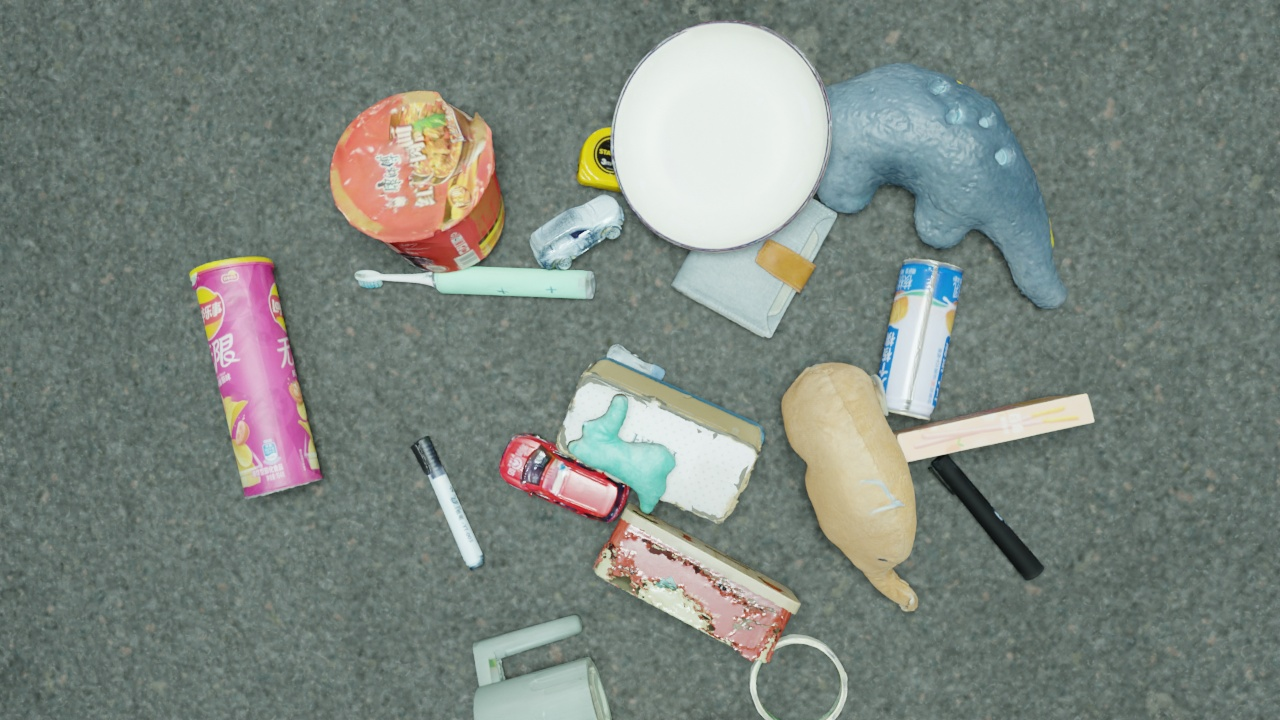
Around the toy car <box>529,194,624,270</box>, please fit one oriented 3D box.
[{"bbox_3d":[-0.058,-0.118,0.828,0.090,0.034,0.043,-30,52,2],"label":"toy car"}]

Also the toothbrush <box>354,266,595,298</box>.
[{"bbox_3d":[-0.154,-0.073,0.845,0.224,0.027,0.026,2,53,4],"label":"toothbrush"}]

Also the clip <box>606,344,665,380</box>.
[{"bbox_3d":[-0.005,0.005,0.837,0.057,0.029,0.024,34,96,-2],"label":"clip"}]

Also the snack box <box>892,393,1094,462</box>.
[{"bbox_3d":[0.290,0.058,0.783,0.157,0.084,0.026,-13,85,3],"label":"snack box"}]

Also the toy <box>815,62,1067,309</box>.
[{"bbox_3d":[0.236,-0.178,0.795,0.356,0.091,0.138,29,118,5],"label":"toy"}]

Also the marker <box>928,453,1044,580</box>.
[{"bbox_3d":[0.305,0.139,0.812,0.022,0.020,0.132,-40,86,0],"label":"marker"}]

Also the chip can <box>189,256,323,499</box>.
[{"bbox_3d":[-0.347,0.016,0.835,0.071,0.071,0.210,-15,88,3],"label":"chip can"}]

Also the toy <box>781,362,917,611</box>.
[{"bbox_3d":[0.182,0.110,0.761,0.082,0.143,0.226,-18,88,-2],"label":"toy"}]

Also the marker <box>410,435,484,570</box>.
[{"bbox_3d":[-0.178,0.132,0.846,0.018,0.022,0.130,-28,85,47],"label":"marker"}]

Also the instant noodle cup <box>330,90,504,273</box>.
[{"bbox_3d":[-0.183,-0.144,0.796,0.138,0.109,0.137,-2,73,5],"label":"instant noodle cup"}]

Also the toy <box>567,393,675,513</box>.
[{"bbox_3d":[-0.014,0.076,0.765,0.092,0.030,0.097,24,117,2],"label":"toy"}]

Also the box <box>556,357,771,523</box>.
[{"bbox_3d":[0.023,0.071,0.805,0.184,0.059,0.090,25,109,2],"label":"box"}]

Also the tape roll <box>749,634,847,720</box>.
[{"bbox_3d":[0.142,0.291,0.824,0.086,0.014,0.086,0,89,4],"label":"tape roll"}]

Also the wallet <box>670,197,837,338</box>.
[{"bbox_3d":[0.104,-0.098,0.822,0.106,0.037,0.129,29,91,5],"label":"wallet"}]

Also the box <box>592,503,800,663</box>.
[{"bbox_3d":[0.043,0.198,0.794,0.168,0.091,0.077,27,87,4],"label":"box"}]

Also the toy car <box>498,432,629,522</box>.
[{"bbox_3d":[-0.070,0.106,0.828,0.120,0.045,0.053,22,89,6],"label":"toy car"}]

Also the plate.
[{"bbox_3d":[0.070,-0.189,0.789,0.193,0.039,0.192,3,97,20],"label":"plate"}]

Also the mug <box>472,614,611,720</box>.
[{"bbox_3d":[-0.089,0.297,0.814,0.103,0.084,0.123,-17,63,2],"label":"mug"}]

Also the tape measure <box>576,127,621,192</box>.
[{"bbox_3d":[-0.028,-0.181,0.836,0.060,0.029,0.057,8,86,-13],"label":"tape measure"}]

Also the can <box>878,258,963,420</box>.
[{"bbox_3d":[0.242,-0.018,0.802,0.053,0.053,0.134,12,90,4],"label":"can"}]
